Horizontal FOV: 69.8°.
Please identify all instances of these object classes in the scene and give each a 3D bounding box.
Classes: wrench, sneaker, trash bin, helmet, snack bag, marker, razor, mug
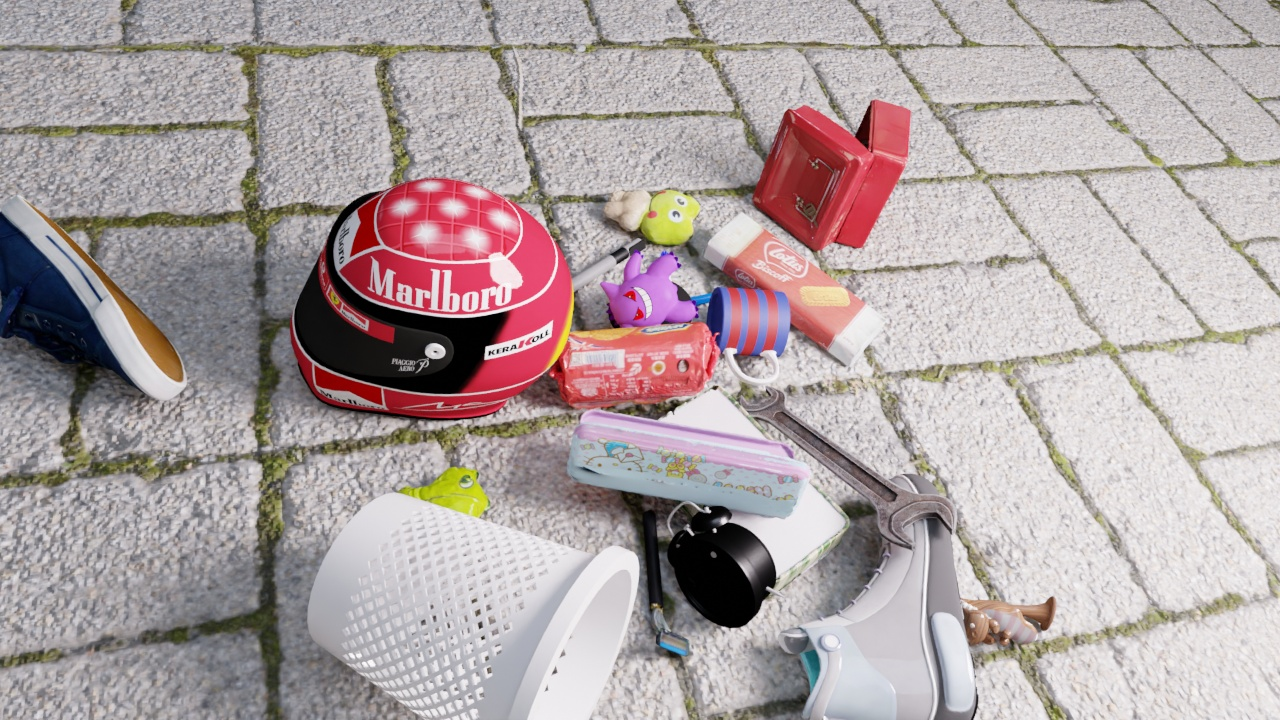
[{"bbox_3d":[0.193,0.097,0.908,0.070,0.010,0.273,-33,43,-17],"label":"wrench"},{"bbox_3d":[0.205,0.213,0.837,0.160,0.093,0.256,2,49,0],"label":"sneaker"},{"bbox_3d":[-0.133,0.202,0.713,0.200,0.196,0.194,20,49,17],"label":"trash bin"},{"bbox_3d":[-0.199,-0.064,0.881,0.270,0.225,0.197,3,51,-12],"label":"helmet"},{"bbox_3d":[-0.006,0.006,0.941,0.176,0.082,0.082,-4,50,6],"label":"snack bag"},{"bbox_3d":[0.182,-0.088,1.091,0.225,0.041,0.077,40,58,11],"label":"snack bag"},{"bbox_3d":[-0.557,-0.037,0.873,0.294,0.121,0.127,37,75,20],"label":"sneaker"},{"bbox_3d":[-0.047,-0.110,1.086,0.016,0.016,0.140,40,54,20],"label":"marker"},{"bbox_3d":[0.015,0.202,0.842,0.043,0.022,0.144,37,30,-39],"label":"razor"},{"bbox_3d":[0.120,-0.026,1.021,0.076,0.075,0.111,3,67,-10],"label":"mug"},{"bbox_3d":[0.115,-0.082,1.101,0.141,0.013,0.013,-13,55,-22],"label":"marker"}]

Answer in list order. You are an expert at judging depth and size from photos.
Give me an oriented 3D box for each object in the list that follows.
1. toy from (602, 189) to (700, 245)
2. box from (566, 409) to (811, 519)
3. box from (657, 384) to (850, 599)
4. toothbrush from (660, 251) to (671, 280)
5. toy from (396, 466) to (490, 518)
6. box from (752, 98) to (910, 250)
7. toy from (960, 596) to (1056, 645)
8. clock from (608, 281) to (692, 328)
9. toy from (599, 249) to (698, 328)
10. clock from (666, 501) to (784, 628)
[{"bbox_3d":[0.013,-0.185,1.143,0.118,0.043,0.092,15,51,3],"label":"toy"},{"bbox_3d":[0.044,0.082,0.839,0.214,0.093,0.089,10,52,-1],"label":"box"},{"bbox_3d":[0.096,0.125,0.904,0.117,0.050,0.205,-31,62,-27],"label":"box"},{"bbox_3d":[0.043,-0.057,1.063,0.015,0.016,0.186,-4,52,-11],"label":"toothbrush"},{"bbox_3d":[-0.187,0.135,0.842,0.093,0.036,0.094,7,48,3],"label":"toy"},{"bbox_3d":[0.267,-0.242,1.175,0.164,0.158,0.152,-28,64,-32],"label":"box"},{"bbox_3d":[0.340,0.245,0.864,0.102,0.042,0.054,7,27,4],"label":"toy"},{"bbox_3d":[0.012,-0.037,1.017,0.094,0.035,0.122,-3,55,0],"label":"clock"},{"bbox_3d":[0.007,-0.064,0.978,0.088,0.056,0.106,-23,94,-5],"label":"toy"},{"bbox_3d":[0.070,0.180,0.824,0.120,0.091,0.042,48,46,14],"label":"clock"}]
